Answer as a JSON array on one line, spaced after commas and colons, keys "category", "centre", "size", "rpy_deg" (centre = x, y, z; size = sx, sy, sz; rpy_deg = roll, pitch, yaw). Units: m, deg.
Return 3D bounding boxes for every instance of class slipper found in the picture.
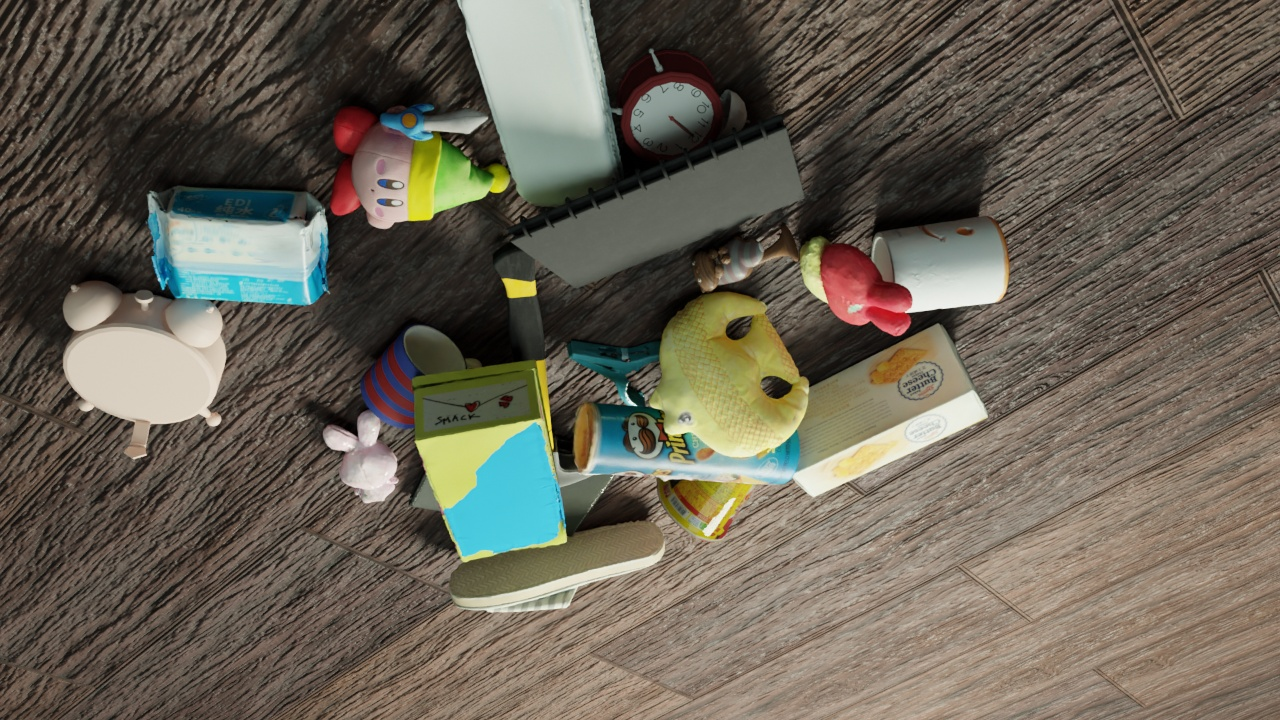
[{"category": "slipper", "centre": [-0.101, 0.259, 1.138], "size": [0.272, 0.114, 0.054], "rpy_deg": [-13, 110, 1]}]

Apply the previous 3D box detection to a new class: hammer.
[{"category": "hammer", "centre": [-0.104, 0.018, 0.919], "size": [0.170, 0.034, 0.325], "rpy_deg": [-6, 132, -6]}]

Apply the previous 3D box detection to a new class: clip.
[{"category": "clip", "centre": [-0.004, 0.004, 0.959], "size": [0.119, 0.033, 0.120], "rpy_deg": [-21, 133, 16]}]

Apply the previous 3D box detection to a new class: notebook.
[{"category": "notebook", "centre": [0.020, -0.128, 0.780], "size": [0.232, 0.019, 0.169], "rpy_deg": [-20, 166, 11]}, {"category": "notebook", "centre": [-0.145, 0.138, 1.067], "size": [0.208, 0.029, 0.170], "rpy_deg": [13, 132, -24]}]

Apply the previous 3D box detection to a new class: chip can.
[{"category": "chip can", "centre": [0.047, 0.088, 0.948], "size": [0.229, 0.079, 0.080], "rpy_deg": [6, 133, -18]}]

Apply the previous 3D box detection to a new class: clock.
[{"category": "clock", "centre": [-0.465, 0.005, 0.860], "size": [0.131, 0.086, 0.161], "rpy_deg": [9, 126, -16]}, {"category": "clock", "centre": [0.032, -0.200, 0.753], "size": [0.124, 0.044, 0.087], "rpy_deg": [31, 123, -30]}]

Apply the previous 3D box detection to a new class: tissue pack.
[{"category": "tissue pack", "centre": [-0.341, -0.100, 0.785], "size": [0.144, 0.061, 0.093], "rpy_deg": [2, 132, -13]}]

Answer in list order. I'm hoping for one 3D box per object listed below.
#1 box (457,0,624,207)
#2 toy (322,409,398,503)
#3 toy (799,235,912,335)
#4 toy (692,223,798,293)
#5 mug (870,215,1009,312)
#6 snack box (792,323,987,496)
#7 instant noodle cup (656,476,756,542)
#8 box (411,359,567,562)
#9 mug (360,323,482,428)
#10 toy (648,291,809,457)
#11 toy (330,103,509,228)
[{"category": "box", "centre": [-0.073, -0.202, 0.710], "size": [0.118, 0.062, 0.214], "rpy_deg": [14, 139, 20]}, {"category": "toy", "centre": [-0.301, 0.104, 0.999], "size": [0.063, 0.047, 0.110], "rpy_deg": [-13, 125, -6]}, {"category": "toy", "centre": [0.197, -0.070, 0.850], "size": [0.045, 0.135, 0.092], "rpy_deg": [-40, 133, -13]}, {"category": "toy", "centre": [0.092, -0.094, 0.867], "size": [0.102, 0.041, 0.054], "rpy_deg": [-27, 154, 28]}, {"category": "mug", "centre": [0.281, -0.089, 0.869], "size": [0.105, 0.082, 0.082], "rpy_deg": [-8, 134, 1]}, {"category": "snack box", "centre": [0.252, 0.055, 0.988], "size": [0.208, 0.104, 0.057], "rpy_deg": [-29, 131, 19]}, {"category": "instant noodle cup", "centre": [0.092, 0.137, 1.058], "size": [0.100, 0.100, 0.113], "rpy_deg": [25, 118, -28]}, {"category": "box", "centre": [-0.144, 0.106, 0.909], "size": [0.124, 0.079, 0.221], "rpy_deg": [-10, 140, -3]}, {"category": "mug", "centre": [-0.212, 0.017, 0.918], "size": [0.076, 0.075, 0.111], "rpy_deg": [-41, 153, 28]}, {"category": "toy", "centre": [0.084, 0.020, 0.904], "size": [0.154, 0.170, 0.065], "rpy_deg": [-29, 180, -13]}, {"category": "toy", "centre": [-0.179, -0.163, 0.750], "size": [0.131, 0.096, 0.124], "rpy_deg": [18, 125, 1]}]
